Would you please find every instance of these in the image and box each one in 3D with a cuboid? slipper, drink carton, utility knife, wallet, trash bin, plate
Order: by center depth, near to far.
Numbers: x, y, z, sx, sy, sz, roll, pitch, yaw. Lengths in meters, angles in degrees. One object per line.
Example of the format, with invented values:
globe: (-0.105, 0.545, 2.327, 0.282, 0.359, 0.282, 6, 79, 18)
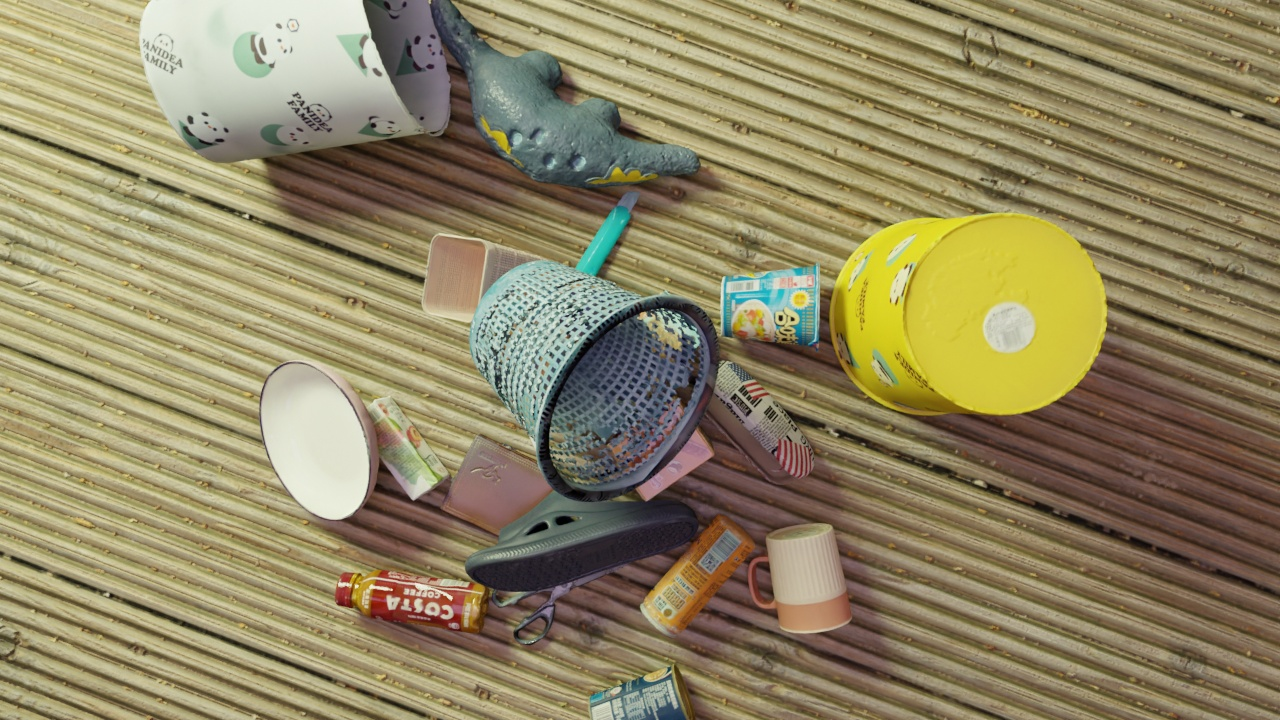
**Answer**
trash bin: (0.330, -0.046, 0.943, 0.229, 0.255, 0.229, 0, 92, 2)
trash bin: (-0.064, -0.001, 0.945, 0.195, 0.226, 0.226, 36, 95, 39)
trash bin: (-0.366, -0.328, 0.989, 0.252, 0.229, 0.229, -11, 92, 9)
slipper: (-0.070, 0.197, 1.059, 0.268, 0.111, 0.083, -13, 55, -7)
plate: (-0.365, 0.089, 1.060, 0.193, 0.038, 0.192, 11, 110, 31)
utility knife: (-0.050, -0.125, 1.080, 0.029, 0.013, 0.174, 31, 90, -1)
drink carton: (-0.283, 0.104, 1.081, 0.045, 0.053, 0.122, -37, 90, 5)
wallet: (-0.161, 0.155, 1.090, 0.124, 0.032, 0.101, 25, 91, 1)

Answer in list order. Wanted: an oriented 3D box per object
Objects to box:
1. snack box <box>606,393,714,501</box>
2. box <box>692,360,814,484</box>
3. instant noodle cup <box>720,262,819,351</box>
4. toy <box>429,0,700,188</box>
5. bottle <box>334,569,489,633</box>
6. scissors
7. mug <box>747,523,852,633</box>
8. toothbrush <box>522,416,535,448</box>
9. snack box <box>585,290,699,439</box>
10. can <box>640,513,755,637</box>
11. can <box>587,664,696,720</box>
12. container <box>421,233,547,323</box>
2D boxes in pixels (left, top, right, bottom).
snack box: (0.024, 0.096, 1.045, 0.094, 0.092, 0.077, -35, 90, 4)
box: (0.135, 0.069, 1.043, 0.076, 0.086, 0.163, -41, 88, -7)
instant noodle cup: (0.146, -0.061, 1.036, 0.110, 0.099, 0.099, 1, 93, 10)
toy: (-0.108, -0.277, 1.038, 0.356, 0.091, 0.137, 34, 81, -1)
bottle: (-0.270, 0.282, 1.086, 0.175, 0.057, 0.057, 8, 93, 3)
scissors: (-0.094, 0.276, 1.102, 0.165, 0.014, 0.163, 11, 91, 0)
mug: (0.178, 0.250, 1.058, 0.115, 0.081, 0.106, -10, 90, 33)
toothbrush: (-0.154, 0.027, 1.090, 0.016, 0.016, 0.180, -24, 91, -2)
snack box: (-0.006, 0.006, 1.063, 0.074, 0.051, 0.175, 44, 94, 1)
can: (0.067, 0.250, 1.068, 0.058, 0.058, 0.146, 40, 94, 0)
can: (0.001, 0.410, 1.070, 0.111, 0.075, 0.075, -21, 91, 4)
container: (-0.168, -0.087, 1.028, 0.090, 0.110, 0.090, 12, 95, 36)
